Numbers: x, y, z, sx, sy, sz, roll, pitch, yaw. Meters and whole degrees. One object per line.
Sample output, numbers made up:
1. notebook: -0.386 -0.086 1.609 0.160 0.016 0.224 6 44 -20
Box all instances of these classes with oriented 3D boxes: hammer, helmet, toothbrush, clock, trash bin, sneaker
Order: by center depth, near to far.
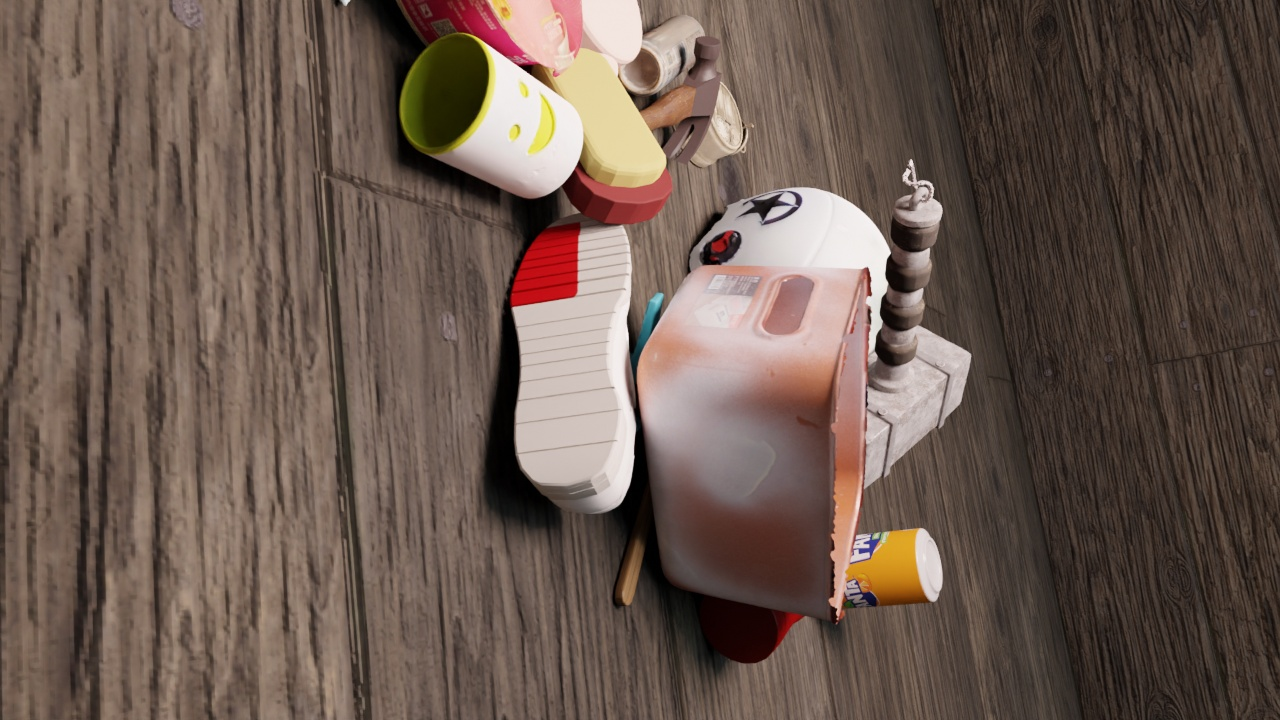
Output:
1. sneaker: -0.040 0.004 0.692 0.104 0.090 0.236 69 15 -57
2. trash bin: 0.100 0.064 0.755 0.181 0.157 0.260 -60 149 -50
3. toothbrush: 0.005 0.130 0.768 0.016 0.016 0.166 54 37 -35
4. clock: -0.044 -0.322 0.811 0.131 0.086 0.160 54 43 -34
5. hammer: -0.009 -0.208 0.831 0.321 0.033 0.115 -42 150 -48
6. hammer: 0.238 -0.040 0.839 0.176 0.079 0.327 -34 140 -27
7. helmet: 0.182 -0.066 0.980 0.236 0.164 0.263 52 44 -26
8. clock: 0.088 -0.264 1.031 0.140 0.055 0.093 13 67 -55

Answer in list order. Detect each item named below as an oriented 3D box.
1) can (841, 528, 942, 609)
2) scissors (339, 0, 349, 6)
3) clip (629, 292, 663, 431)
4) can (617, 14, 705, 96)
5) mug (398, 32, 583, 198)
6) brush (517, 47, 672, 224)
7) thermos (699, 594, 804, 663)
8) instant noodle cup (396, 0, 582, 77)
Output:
1. can: 0.255 0.233 1.020 0.079 0.143 0.079 30 53 -51
2. scissors: -0.190 -0.316 0.625 0.170 0.014 0.172 57 35 -28
3. clip: -0.017 0.005 0.762 0.027 0.104 0.120 -37 117 -56
4. can: 0.022 -0.314 0.940 0.054 0.054 0.135 64 32 -21
5. mug: -0.102 -0.168 0.643 0.106 0.083 0.082 16 65 -58
6. brush: -0.037 -0.184 0.717 0.082 0.042 0.173 -10 60 -33
7. thermos: 0.143 0.206 0.880 0.198 0.108 0.084 -21 79 -58
8. instant noodle cup: -0.117 -0.287 0.659 0.178 0.078 0.178 38 46 -55
